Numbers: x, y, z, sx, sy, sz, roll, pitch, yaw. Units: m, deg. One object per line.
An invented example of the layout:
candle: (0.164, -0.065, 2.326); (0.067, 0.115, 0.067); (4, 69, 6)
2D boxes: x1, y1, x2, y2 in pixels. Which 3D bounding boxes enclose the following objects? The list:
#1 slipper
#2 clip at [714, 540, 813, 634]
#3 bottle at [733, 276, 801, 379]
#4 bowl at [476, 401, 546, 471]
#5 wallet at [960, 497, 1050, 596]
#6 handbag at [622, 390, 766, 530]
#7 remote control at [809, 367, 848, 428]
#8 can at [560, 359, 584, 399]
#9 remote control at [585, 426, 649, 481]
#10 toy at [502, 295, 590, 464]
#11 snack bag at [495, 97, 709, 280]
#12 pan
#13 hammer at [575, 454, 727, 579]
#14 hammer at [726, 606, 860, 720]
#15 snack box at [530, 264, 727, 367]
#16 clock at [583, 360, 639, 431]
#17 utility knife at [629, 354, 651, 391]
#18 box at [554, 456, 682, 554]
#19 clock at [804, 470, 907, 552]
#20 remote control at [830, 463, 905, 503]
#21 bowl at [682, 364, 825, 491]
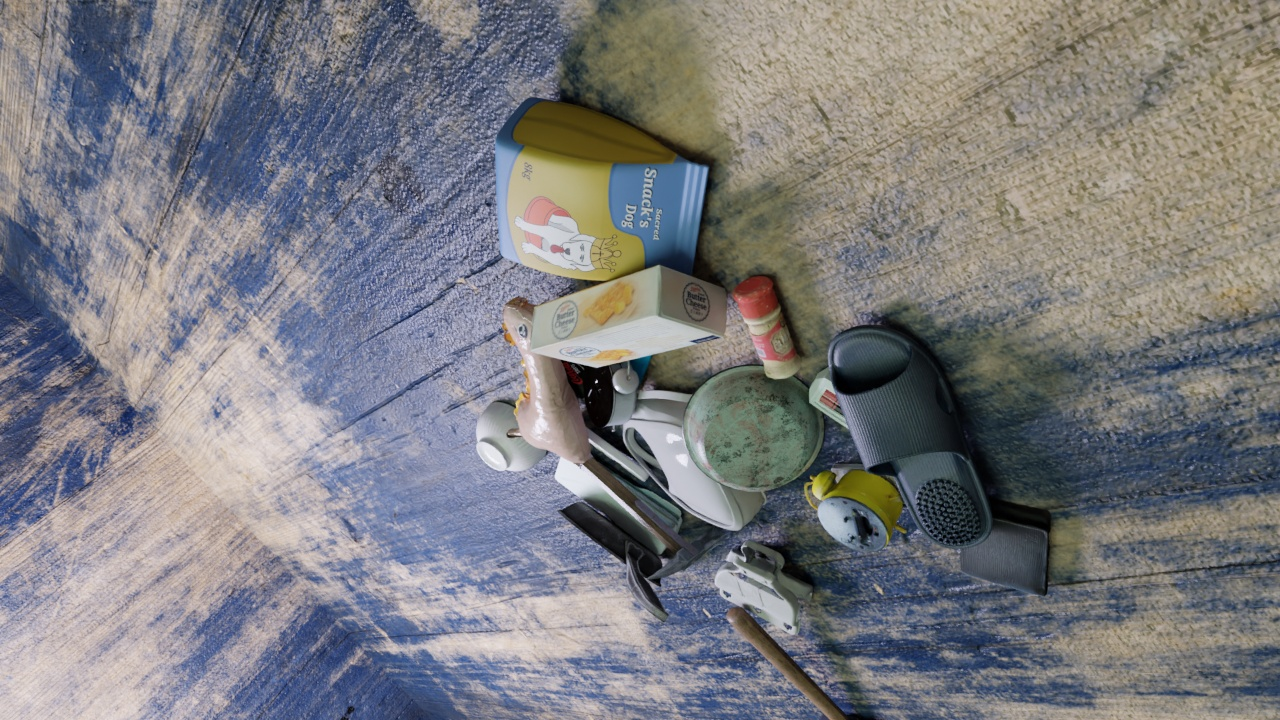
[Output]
slipper: (0.264, 0.087, 0.887); (0.101, 0.082, 0.263); (-23, 105, 31)
clip: (0.167, 0.286, 1.227); (0.126, 0.096, 0.152); (20, 135, 26)
bottle: (0.132, -0.033, 0.946); (0.044, 0.044, 0.109); (1, 127, 42)
bowl: (-0.208, 0.127, 1.401); (0.118, 0.062, 0.118); (25, 140, 23)
wallet: (0.380, 0.196, 0.959); (0.089, 0.026, 0.115); (10, 133, 34)
handbag: (0.048, 0.107, 1.158); (0.223, 0.095, 0.216); (8, 132, 54)
remote control: (0.240, 0.062, 0.955); (0.143, 0.024, 0.050); (34, 143, 12)
can: (-0.090, 0.011, 1.202); (0.080, 0.031, 0.032); (50, 143, -11)
remote control: (-0.045, 0.124, 1.272); (0.136, 0.013, 0.043); (35, 169, 15)
toy: (-0.144, 0.028, 1.191); (0.196, 0.065, 0.264); (10, 134, 36)
snack bag: (-0.038, -0.161, 0.938); (0.205, 0.102, 0.159); (17, 139, 9)
pan: (-0.017, 0.278, 1.269); (0.187, 0.055, 0.357); (39, 172, -17)
hammer: (-0.043, 0.174, 1.268); (0.317, 0.146, 0.028); (39, 128, 23)
hammer: (0.227, 0.455, 1.317); (0.322, 0.040, 0.130); (48, 148, -22)
snack box: (-0.017, -0.043, 1.005); (0.104, 0.057, 0.208); (15, 160, -42)
clock: (-0.035, 0.028, 1.129); (0.123, 0.035, 0.094); (116, 142, -46)
utility knife: (-0.007, 0.007, 1.134); (0.031, 0.015, 0.179); (37, 141, 12)
box: (-0.033, 0.198, 1.326); (0.199, 0.066, 0.083); (33, 162, 15)
clock: (0.232, 0.163, 1.016); (0.119, 0.057, 0.083); (9, 134, 38)
remote control: (0.276, 0.136, 1.007); (0.136, 0.011, 0.050); (-5, 123, 45)
bowl: (0.124, 0.083, 1.004); (0.157, 0.038, 0.158); (2, 113, 5)
